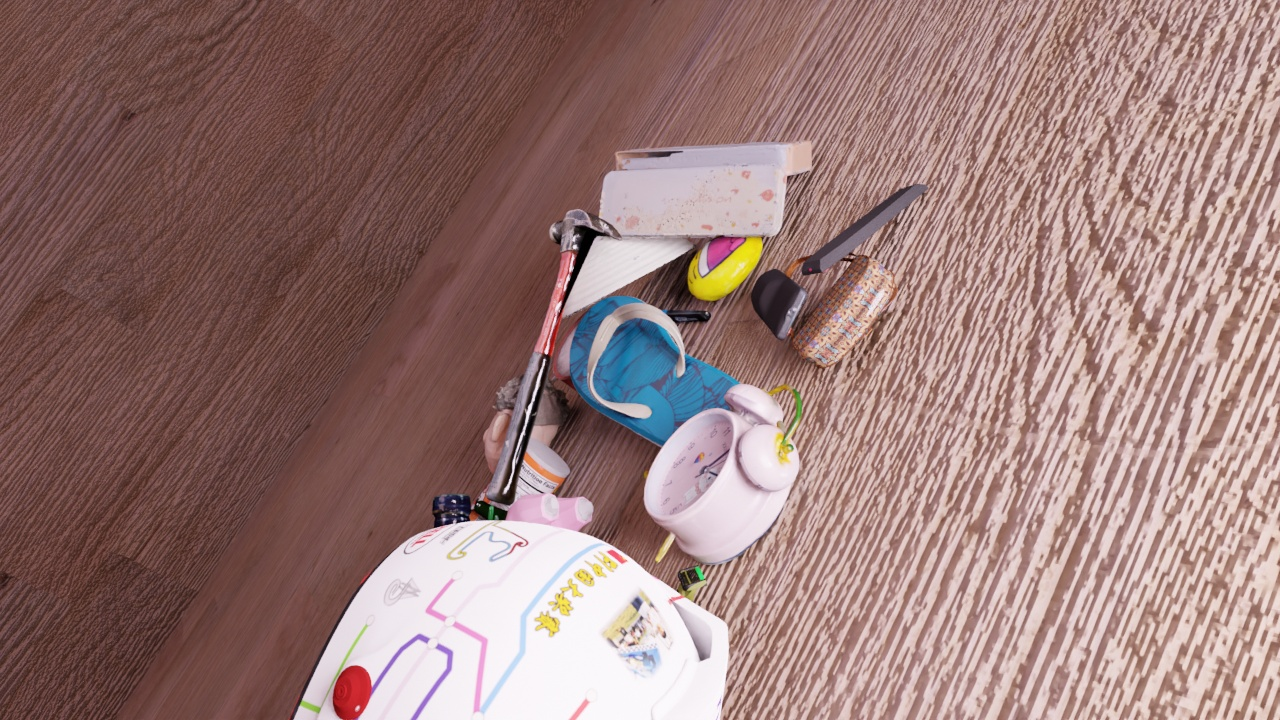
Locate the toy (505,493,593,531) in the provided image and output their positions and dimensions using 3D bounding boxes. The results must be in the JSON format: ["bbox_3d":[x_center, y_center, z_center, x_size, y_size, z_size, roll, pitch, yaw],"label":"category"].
[{"bbox_3d":[-0.104,0.194,0.856,0.158,0.067,0.123,-35,55,40],"label":"toy"}]

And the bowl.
[{"bbox_3d":[-0.028,-0.120,1.068,0.177,0.071,0.177,-28,5,2],"label":"bowl"}]

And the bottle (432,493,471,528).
[{"bbox_3d":[-0.195,0.220,0.957,0.056,0.056,0.160,-25,64,49],"label":"bottle"}]

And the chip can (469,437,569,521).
[{"bbox_3d":[-0.167,0.186,1.019,0.210,0.062,0.062,-51,23,7],"label":"chip can"}]

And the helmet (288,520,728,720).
[{"bbox_3d":[-0.078,0.247,0.539,0.230,0.236,0.315,-30,-31,-61],"label":"helmet"}]

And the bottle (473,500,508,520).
[{"bbox_3d":[-0.129,0.171,0.943,0.123,0.033,0.033,19,72,41],"label":"bottle"}]

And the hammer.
[{"bbox_3d":[-0.100,-0.006,0.973,0.141,0.036,0.326,0,72,62],"label":"hammer"}]

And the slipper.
[{"bbox_3d":[-0.005,0.005,0.882,0.118,0.060,0.295,-52,37,0],"label":"slipper"}]

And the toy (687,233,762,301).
[{"bbox_3d":[0.087,-0.101,0.955,0.094,0.041,0.095,-32,30,32],"label":"toy"}]

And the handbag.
[{"bbox_3d":[0.156,-0.053,0.779,0.093,0.043,0.195,-54,14,10],"label":"handbag"}]

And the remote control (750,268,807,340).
[{"bbox_3d":[0.118,-0.052,0.803,0.140,0.021,0.045,-98,30,-77],"label":"remote control"}]

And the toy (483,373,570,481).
[{"bbox_3d":[-0.145,0.090,1.077,0.076,0.132,0.176,18,89,23],"label":"toy"}]

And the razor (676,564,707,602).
[{"bbox_3d":[0.004,0.218,0.691,0.144,0.021,0.044,-53,4,0],"label":"razor"}]

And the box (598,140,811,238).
[{"bbox_3d":[0.067,-0.182,0.985,0.217,0.094,0.120,6,22,32],"label":"box"}]

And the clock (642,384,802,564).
[{"bbox_3d":[0.069,0.082,0.708,0.158,0.059,0.116,-44,25,21],"label":"clock"}]

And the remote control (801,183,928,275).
[{"bbox_3d":[0.185,-0.109,0.756,0.124,0.010,0.039,-37,11,-14],"label":"remote control"}]

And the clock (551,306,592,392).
[{"bbox_3d":[-0.028,-0.010,1.027,0.157,0.062,0.109,-12,46,51],"label":"clock"}]

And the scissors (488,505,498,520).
[{"bbox_3d":[-0.149,0.210,0.930,0.078,0.013,0.132,-116,30,-52],"label":"scissors"}]

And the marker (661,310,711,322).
[{"bbox_3d":[0.041,-0.047,1.001,0.123,0.018,0.015,3,65,63],"label":"marker"}]
